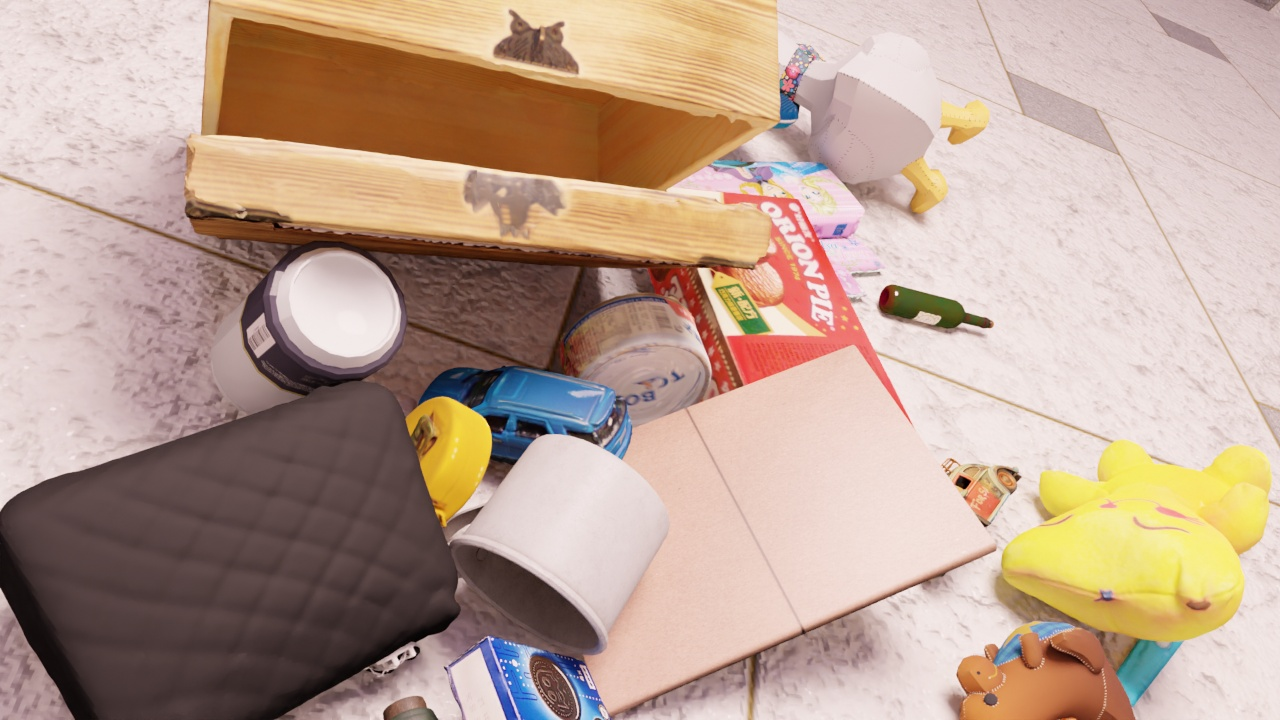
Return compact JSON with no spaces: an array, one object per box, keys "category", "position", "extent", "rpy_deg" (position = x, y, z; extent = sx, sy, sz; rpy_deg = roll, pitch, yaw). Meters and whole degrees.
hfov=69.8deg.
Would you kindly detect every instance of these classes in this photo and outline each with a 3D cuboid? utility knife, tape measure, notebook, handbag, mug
[{"category":"utility knife","position":[0.289,0.192,0.548],"extent":[0.168,0.015,0.022],"rpy_deg":[-18,47,-40]},{"category":"tape measure","position":[-0.101,0.048,0.451],"extent":[0.030,0.059,0.068],"rpy_deg":[32,6,-37]},{"category":"notebook","position":[0.055,0.079,0.482],"extent":[0.209,0.008,0.141],"rpy_deg":[-20,54,-9]},{"category":"handbag","position":[-0.167,0.095,0.384],"extent":[0.153,0.115,0.125],"rpy_deg":[-22,82,-45]},{"category":"mug","position":[-0.048,0.083,0.437],"extent":[0.113,0.084,0.070],"rpy_deg":[10,50,35]}]

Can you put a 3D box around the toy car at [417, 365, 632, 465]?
[{"category":"toy car","position":[-0.064,0.029,0.499],"extent":[0.120,0.044,0.056],"rpy_deg":[8,41,15]}]

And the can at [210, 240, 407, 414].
[{"category":"can","position":[-0.167,-0.009,0.449],"extent":[0.064,0.128,0.064],"rpy_deg":[13,68,-35]}]

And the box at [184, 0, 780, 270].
[{"category":"box","position":[-0.104,-0.127,0.525],"extent":[0.278,0.248,0.176],"rpy_deg":[2,84,-26]}]

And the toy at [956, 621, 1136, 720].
[{"category":"toy","position":[0.220,0.193,0.490],"extent":[0.090,0.071,0.103],"rpy_deg":[-26,73,-23]}]

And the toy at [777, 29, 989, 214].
[{"category":"toy","position":[0.191,-0.250,0.870],"extent":[0.267,0.141,0.246],"rpy_deg":[27,11,-4]}]

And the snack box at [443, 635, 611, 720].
[{"category":"snack box","position":[-0.021,0.182,0.355],"extent":[0.150,0.027,0.082],"rpy_deg":[58,8,33]}]

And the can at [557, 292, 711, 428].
[{"category":"can","position":[-0.003,0.003,0.545],"extent":[0.086,0.086,0.043],"rpy_deg":[3,47,-24]}]

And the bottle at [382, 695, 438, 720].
[{"category":"bottle","position":[-0.062,0.203,0.327],"extent":[0.055,0.055,0.174],"rpy_deg":[-5,48,-31]}]

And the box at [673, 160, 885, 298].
[{"category":"box","position":[0.103,-0.108,0.761],"extent":[0.229,0.035,0.159],"rpy_deg":[-8,51,-32]}]

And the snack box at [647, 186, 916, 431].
[{"category":"snack box","position":[0.087,-0.013,0.612],"extent":[0.113,0.060,0.236],"rpy_deg":[0,52,-25]}]

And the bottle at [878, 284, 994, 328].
[{"category":"bottle","position":[0.251,-0.041,0.770],"extent":[0.106,0.025,0.025],"rpy_deg":[12,42,-15]}]

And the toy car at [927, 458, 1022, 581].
[{"category":"toy car","position":[0.200,0.092,0.584],"extent":[0.047,0.047,0.111],"rpy_deg":[41,41,16]}]

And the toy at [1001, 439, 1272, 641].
[{"category":"toy","position":[0.322,0.117,0.592],"extent":[0.135,0.087,0.193],"rpy_deg":[1,15,42]}]

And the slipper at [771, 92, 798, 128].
[{"category":"slipper","position":[0.002,-0.248,0.841],"extent":[0.295,0.060,0.118],"rpy_deg":[19,33,13]}]
